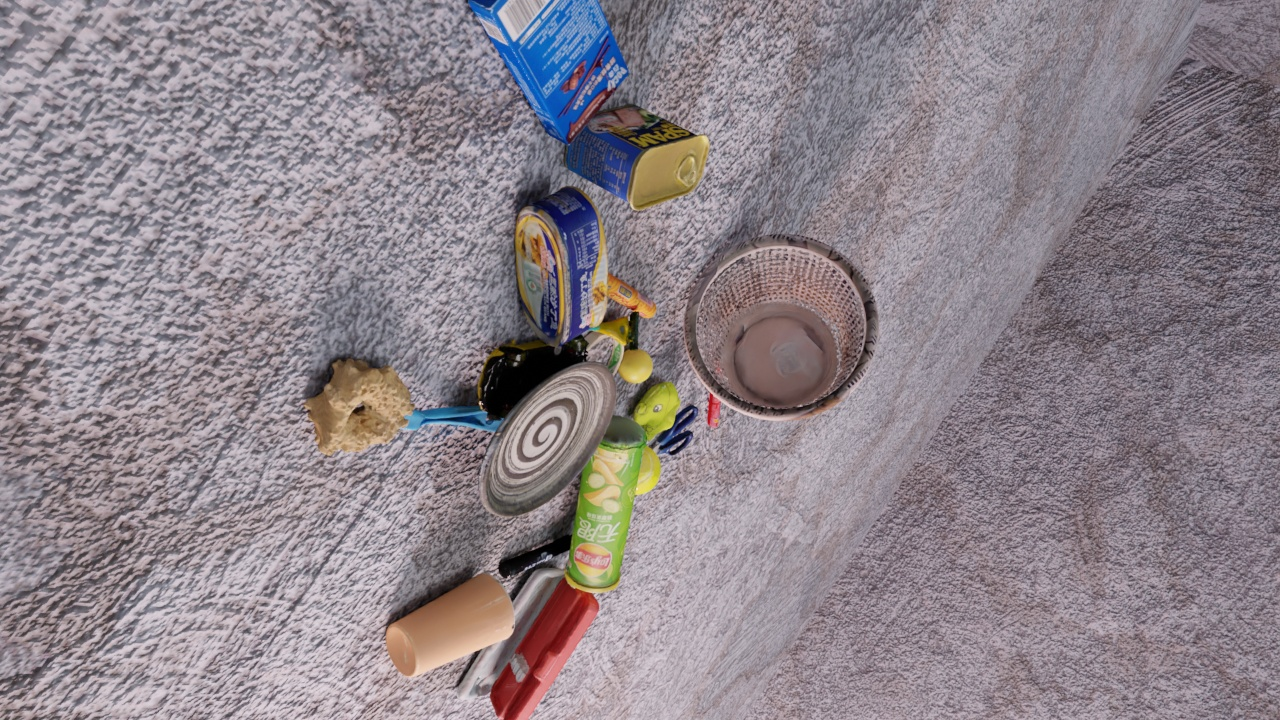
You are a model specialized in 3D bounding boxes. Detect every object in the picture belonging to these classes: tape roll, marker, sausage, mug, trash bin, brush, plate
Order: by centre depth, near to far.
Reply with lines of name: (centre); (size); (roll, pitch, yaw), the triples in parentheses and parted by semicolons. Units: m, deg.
brush: (-0.191, 0.046, 0.798); (0.083, 0.046, 0.254); (-64, 156, 5)
plate: (-0.092, 0.073, 0.889); (0.179, 0.024, 0.180); (-39, 149, -29)
sausage: (-0.019, -0.071, 0.965); (0.021, 0.021, 0.165); (-59, 153, 3)
mug: (-0.207, 0.288, 0.989); (0.122, 0.078, 0.078); (-15, 132, -45)
tape roll: (-0.051, 0.004, 1.002); (0.085, 0.014, 0.086); (-39, 148, -31)
marker: (-0.122, 0.237, 1.126); (0.131, 0.022, 0.020); (-13, 119, -53)
trash bin: (0.177, -0.022, 1.160); (0.227, 0.227, 0.192); (-54, 166, -5)
sausage: (0.106, 0.048, 1.303); (0.020, 0.020, 0.156); (-40, 149, -29)

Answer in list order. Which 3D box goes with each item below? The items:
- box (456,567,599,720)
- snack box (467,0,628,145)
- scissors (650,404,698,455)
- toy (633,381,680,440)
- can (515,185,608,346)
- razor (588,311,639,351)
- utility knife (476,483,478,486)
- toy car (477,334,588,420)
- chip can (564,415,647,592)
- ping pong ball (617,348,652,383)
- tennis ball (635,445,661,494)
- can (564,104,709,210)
box: (-0.152, 0.357, 1.165); (0.098, 0.095, 0.201); (30, 94, -34)
snack box: (-0.064, -0.244, 0.699); (0.084, 0.026, 0.157); (-52, 153, -9)
scissors: (0.023, 0.114, 1.245); (0.170, 0.012, 0.141); (3, 119, -58)
toy: (0.022, 0.061, 1.166); (0.096, 0.031, 0.100); (-32, 148, -39)
can: (-0.071, -0.081, 0.814); (0.049, 0.074, 0.148); (-33, 144, -32)
razor: (-0.048, -0.037, 0.941); (0.132, 0.028, 0.043); (9, 84, -53)
utility knife: (-0.119, 0.064, 0.955); (0.164, 0.013, 0.029); (-57, 154, -1)
toy car: (-0.104, 0.012, 0.887); (0.155, 0.041, 0.071); (-15, 119, -53)
chip can: (-0.043, 0.173, 1.106); (0.072, 0.073, 0.222); (-21, 128, -49)
ping pong ball: (-0.006, 0.006, 1.048); (0.040, 0.040, 0.040); (-39, 148, -31)
tennis ball: (-0.006, 0.138, 1.162); (0.065, 0.065, 0.066); (-39, 148, -31)
can: (-0.004, -0.181, 0.804); (0.101, 0.083, 0.057); (-28, 142, -44)
